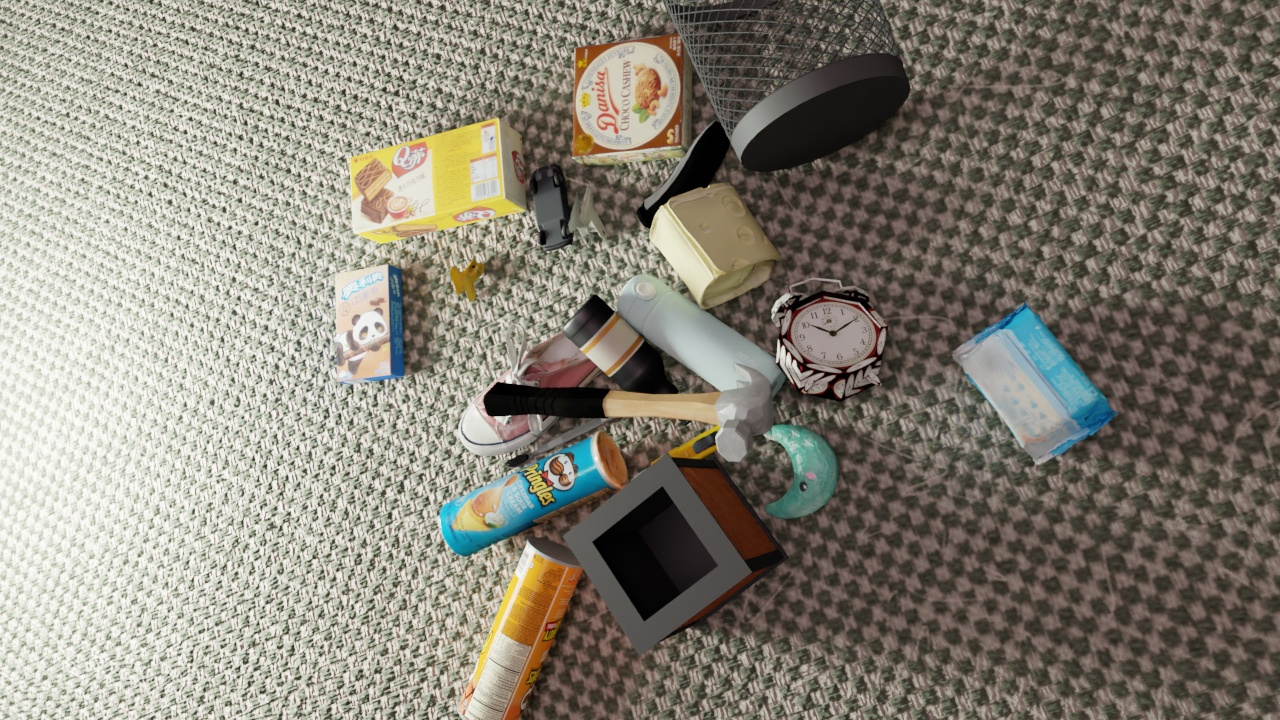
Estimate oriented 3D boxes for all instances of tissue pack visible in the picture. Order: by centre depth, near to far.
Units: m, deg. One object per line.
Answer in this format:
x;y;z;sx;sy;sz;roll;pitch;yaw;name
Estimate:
0.391;0.025;0.918;0.093;0.061;0.144;-38;69;14;tissue pack

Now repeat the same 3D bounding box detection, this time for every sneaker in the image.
-0.133;0.030;1.104;0.241;0.087;0.118;-40;71;11;sneaker

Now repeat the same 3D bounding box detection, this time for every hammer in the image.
-0.019;0.047;0.978;0.329;0.130;0.039;1;120;25;hammer

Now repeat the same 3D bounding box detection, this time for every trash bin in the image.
0.043;0.198;0.970;0.140;0.171;0.139;-40;71;12;trash bin
0.154;-0.349;0.979;0.218;0.217;0.227;-23;80;17;trash bin

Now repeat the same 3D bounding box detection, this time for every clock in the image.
0.200;-0.027;0.988;0.114;0.065;0.154;-6;53;0;clock

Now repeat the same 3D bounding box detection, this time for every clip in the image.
-0.071;-0.166;1.124;0.050;0.101;0.058;-11;122;12;clip
-0.224;-0.108;1.183;0.045;0.054;0.049;-6;57;2;clip

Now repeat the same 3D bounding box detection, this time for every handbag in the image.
0.085;-0.134;1.039;0.111;0.081;0.119;-24;66;-21;handbag

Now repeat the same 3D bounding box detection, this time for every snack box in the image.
-0.011;-0.317;1.125;0.147;0.041;0.143;-1;84;20;snack box
-0.267;-0.233;1.202;0.231;0.061;0.110;-9;80;20;snack box
-0.363;-0.048;1.230;0.087;0.034;0.151;-7;81;20;snack box

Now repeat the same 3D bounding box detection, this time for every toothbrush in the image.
-0.093;0.095;1.122;0.167;0.013;0.013;-26;75;14;toothbrush

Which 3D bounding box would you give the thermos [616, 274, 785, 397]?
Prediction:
0.065;-0.023;1.042;0.207;0.078;0.065;36;75;19;thermos

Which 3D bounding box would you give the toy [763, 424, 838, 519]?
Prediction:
0.175;0.123;1.006;0.085;0.033;0.105;-2;84;31;toy

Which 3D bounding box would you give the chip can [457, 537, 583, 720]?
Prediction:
-0.139;0.322;1.076;0.075;0.075;0.215;24;92;22;chip can

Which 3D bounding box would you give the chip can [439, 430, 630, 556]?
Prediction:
-0.126;0.160;1.091;0.230;0.079;0.079;-26;75;17;chip can

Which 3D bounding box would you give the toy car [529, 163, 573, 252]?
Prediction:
-0.110;-0.191;1.151;0.046;0.034;0.112;-13;78;18;toy car

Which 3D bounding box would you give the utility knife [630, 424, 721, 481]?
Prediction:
0.062;0.106;1.061;0.179;0.017;0.030;-32;63;17;utility knife

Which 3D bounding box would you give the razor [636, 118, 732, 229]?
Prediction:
0.058;-0.217;1.083;0.156;0.057;0.060;-48;38;10;razor

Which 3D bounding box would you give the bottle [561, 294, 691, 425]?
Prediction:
-0.006;0.006;1.053;0.181;0.059;0.059;43;100;-6;bottle
